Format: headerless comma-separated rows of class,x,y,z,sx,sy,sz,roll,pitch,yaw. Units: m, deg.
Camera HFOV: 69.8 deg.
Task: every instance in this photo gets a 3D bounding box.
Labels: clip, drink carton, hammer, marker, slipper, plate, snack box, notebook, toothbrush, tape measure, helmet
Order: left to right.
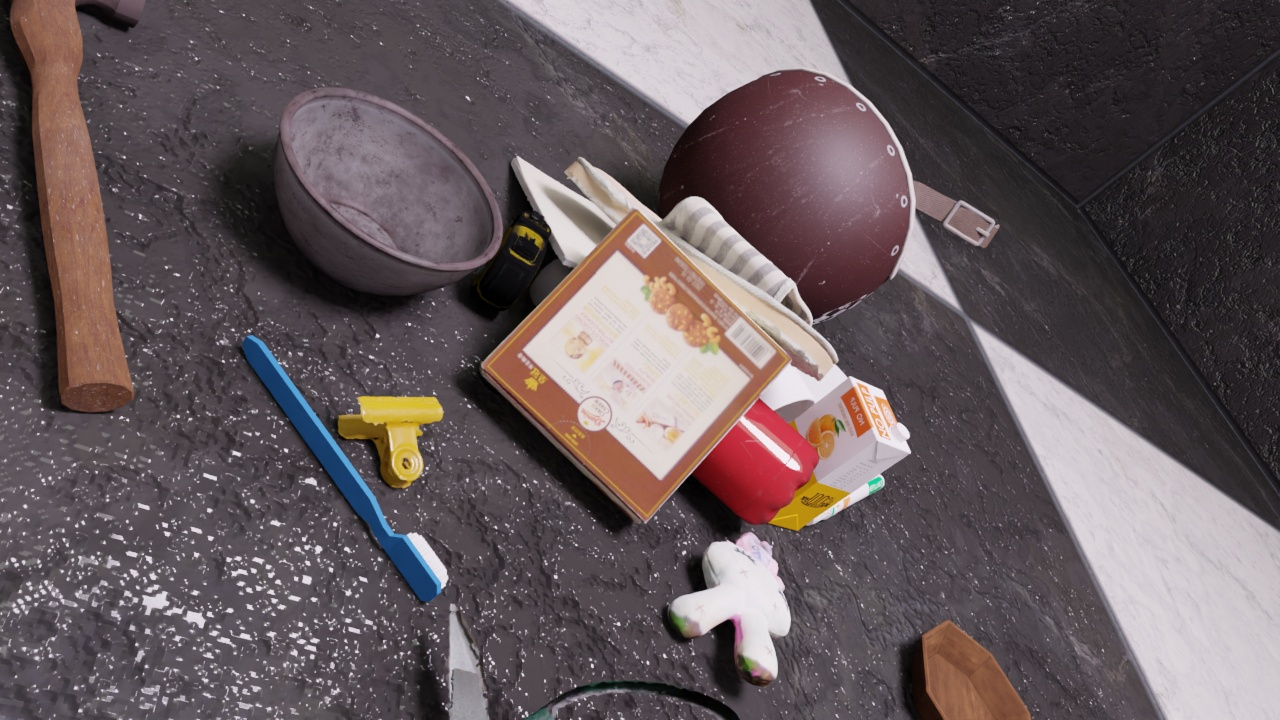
hammer,-0.299,-0.115,0.470,0.115,0.033,0.322,8,49,-48
toothbrush,-0.152,0.052,0.469,0.166,0.016,0.014,51,32,9
clip,-0.135,0.043,0.500,0.046,0.048,0.054,17,9,40
tape measure,-0.092,-0.066,0.630,0.034,0.062,0.061,31,35,-17
notebook,-0.021,-0.090,0.731,0.153,0.012,0.208,26,19,-30
snack box,-0.004,0.003,0.592,0.143,0.147,0.041,44,-11,-4
slipper,0.044,-0.080,0.686,0.273,0.054,0.114,40,-3,32
helmet,0.144,-0.136,0.826,0.233,0.234,0.252,58,28,6
plate,0.174,0.036,0.881,0.134,0.011,0.134,30,35,-25
drink carton,0.141,0.071,0.695,0.040,0.123,0.058,20,40,-36
marker,0.174,0.118,0.784,0.145,0.017,0.017,-9,61,-54
plate,0.250,0.266,0.700,0.131,0.025,0.131,30,35,-25

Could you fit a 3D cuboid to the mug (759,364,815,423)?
mug,0.071,0.019,0.732,0.110,0.074,0.090,-15,63,-27

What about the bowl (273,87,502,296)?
bowl,-0.164,-0.092,0.567,0.145,0.067,0.144,30,35,-25

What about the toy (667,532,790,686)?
toy,0.067,0.153,0.598,0.079,0.038,0.122,39,29,0

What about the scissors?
scissors,-0.039,0.198,0.393,0.204,0.015,0.201,3,52,-21

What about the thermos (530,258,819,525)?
thermos,0.018,0.016,0.659,0.240,0.073,0.073,42,31,3
